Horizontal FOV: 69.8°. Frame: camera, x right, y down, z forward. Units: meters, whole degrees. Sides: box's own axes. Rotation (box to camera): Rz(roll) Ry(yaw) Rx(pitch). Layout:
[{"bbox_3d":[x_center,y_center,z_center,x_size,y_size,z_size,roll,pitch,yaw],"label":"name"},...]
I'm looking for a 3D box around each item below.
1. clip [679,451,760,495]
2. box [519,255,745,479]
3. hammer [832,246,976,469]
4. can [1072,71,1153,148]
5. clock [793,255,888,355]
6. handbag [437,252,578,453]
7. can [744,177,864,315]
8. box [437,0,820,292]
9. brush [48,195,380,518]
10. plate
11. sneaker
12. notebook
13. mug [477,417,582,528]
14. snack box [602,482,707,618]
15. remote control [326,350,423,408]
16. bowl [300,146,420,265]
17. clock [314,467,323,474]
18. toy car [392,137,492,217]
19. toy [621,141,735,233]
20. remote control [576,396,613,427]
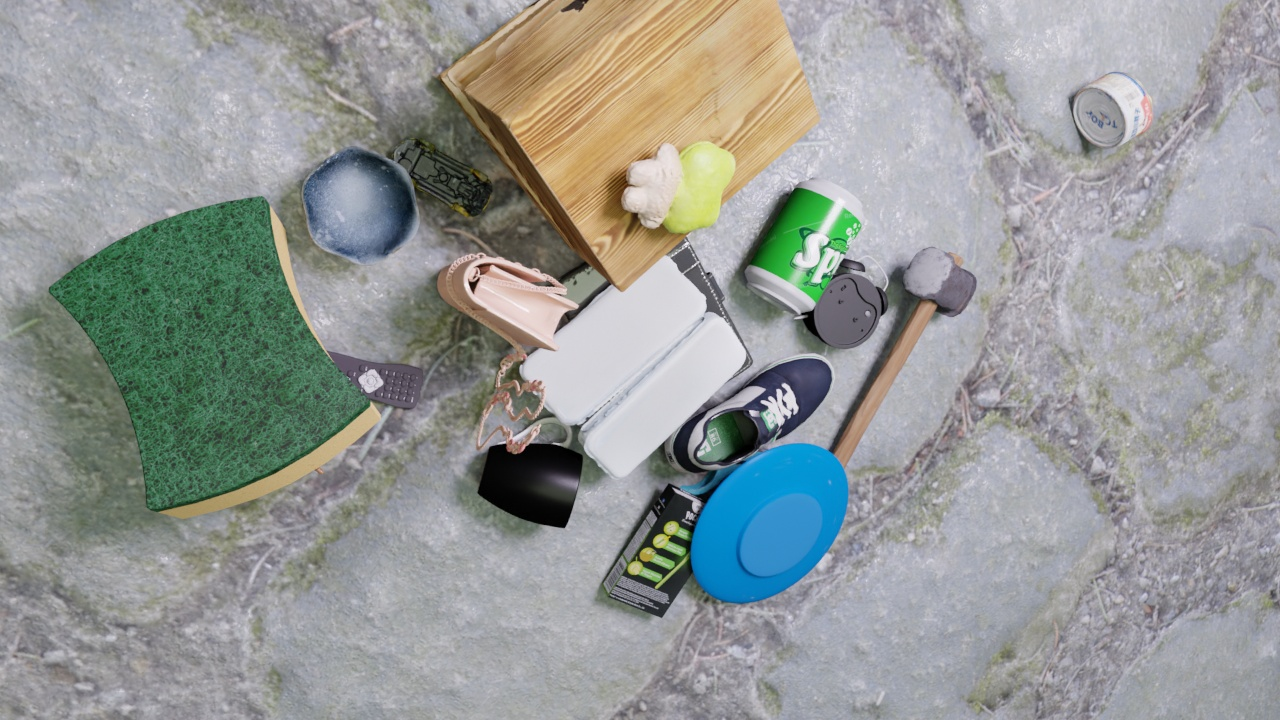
[{"bbox_3d":[0.088,0.126,1.088,0.121,0.033,0.119,41,84,-20],"label":"clip"},{"bbox_3d":[0.000,0.009,0.984,0.210,0.084,0.186,-40,111,-6],"label":"box"},{"bbox_3d":[0.300,0.018,1.115,0.098,0.052,0.328,19,102,-50],"label":"hammer"},{"bbox_3d":[0.579,-0.307,1.126,0.043,0.086,0.086,-31,109,-8],"label":"can"},{"bbox_3d":[0.245,-0.069,1.089,0.120,0.042,0.091,-46,111,-5],"label":"clock"},{"bbox_3d":[-0.156,-0.009,0.888,0.116,0.199,0.187,25,84,-21],"label":"handbag"},{"bbox_3d":[0.185,-0.128,1.033,0.087,0.088,0.140,31,90,-21],"label":"can"},{"bbox_3d":[-0.008,-0.260,0.922,0.279,0.220,0.259,-42,133,-6],"label":"box"},{"bbox_3d":[-0.376,-0.004,0.824,0.194,0.075,0.250,-28,80,-13],"label":"brush"},{"bbox_3d":[0.163,0.202,1.094,0.224,0.024,0.225,-13,120,-23],"label":"plate"},{"bbox_3d":[0.143,0.061,1.049,0.234,0.079,0.084,-28,98,-23],"label":"sneaker"},{"bbox_3d":[0.018,-0.040,1.030,0.169,0.029,0.209,-33,112,-7],"label":"notebook"},{"bbox_3d":[-0.118,0.114,0.996,0.100,0.085,0.118,15,66,-8],"label":"mug"},{"bbox_3d":[0.029,0.224,1.074,0.080,0.025,0.148,28,99,-25],"label":"snack box"},{"bbox_3d":[-0.289,0.019,0.950,0.124,0.009,0.046,12,97,-20],"label":"remote control"},{"bbox_3d":[-0.274,-0.151,0.896,0.110,0.055,0.110,-4,102,-18],"label":"bowl"},{"bbox_3d":[-0.373,0.044,0.894,0.121,0.073,0.157,-12,85,-12],"label":"clock"},{"bbox_3d":[-0.200,-0.185,0.926,0.107,0.030,0.049,29,92,-22],"label":"toy car"},{"bbox_3d":[0.033,-0.159,0.841,0.115,0.046,0.092,-5,128,-34],"label":"toy"},{"bbox_3d":[-0.044,0.061,1.027,0.136,0.011,0.050,40,104,-16],"label":"remote control"}]
